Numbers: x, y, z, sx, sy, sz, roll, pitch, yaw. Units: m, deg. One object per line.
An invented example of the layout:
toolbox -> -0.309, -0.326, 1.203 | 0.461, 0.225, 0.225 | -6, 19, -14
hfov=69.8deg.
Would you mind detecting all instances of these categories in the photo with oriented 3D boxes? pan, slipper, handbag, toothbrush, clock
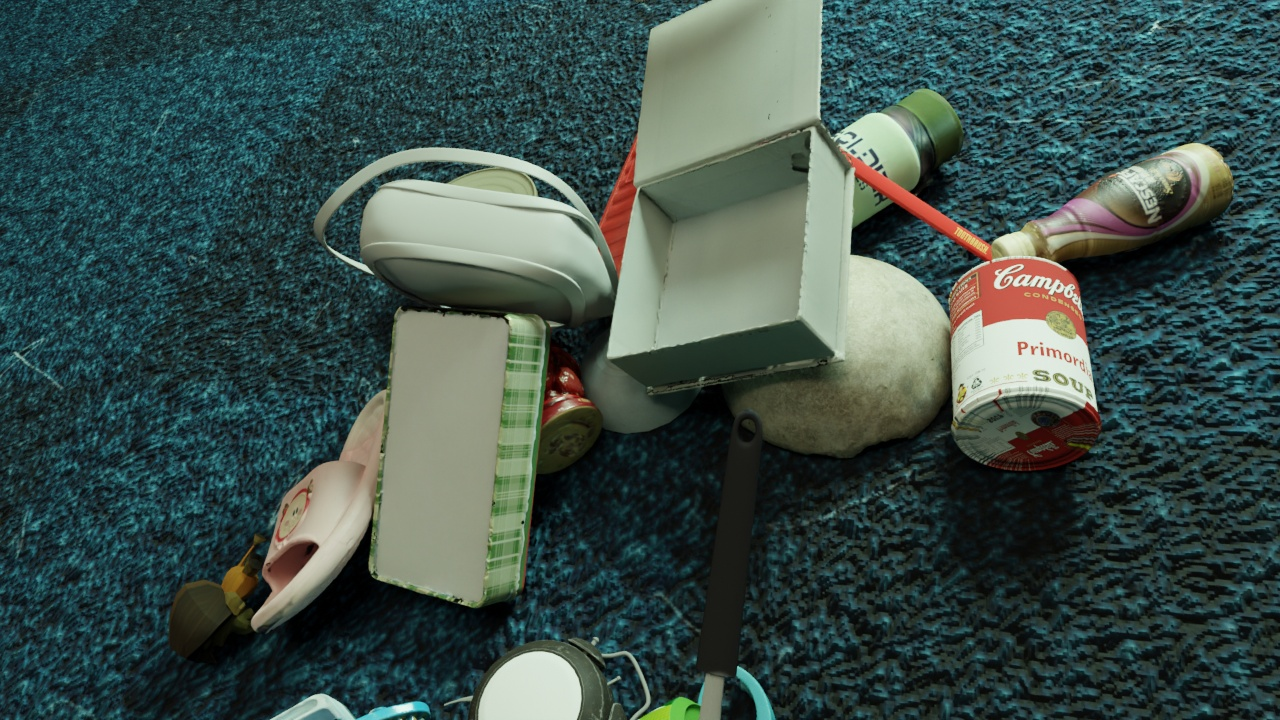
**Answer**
pan -> 0.026, 0.199, 0.420 | 0.199, 0.021, 0.356 | 8, 92, 12
slipper -> -0.237, 0.106, 0.708 | 0.107, 0.055, 0.221 | -36, 27, 38
handbag -> -0.124, -0.073, 0.733 | 0.216, 0.223, 0.095 | 9, 76, 5
toothbrush -> 0.195, -0.141, 0.727 | 0.212, 0.018, 0.012 | 35, 80, 5
slipper -> 0.015, -0.149, 0.820 | 0.104, 0.059, 0.248 | -11, 60, 66
clock -> -0.058, 0.218, 0.572 | 0.123, 0.044, 0.091 | -27, 47, -3

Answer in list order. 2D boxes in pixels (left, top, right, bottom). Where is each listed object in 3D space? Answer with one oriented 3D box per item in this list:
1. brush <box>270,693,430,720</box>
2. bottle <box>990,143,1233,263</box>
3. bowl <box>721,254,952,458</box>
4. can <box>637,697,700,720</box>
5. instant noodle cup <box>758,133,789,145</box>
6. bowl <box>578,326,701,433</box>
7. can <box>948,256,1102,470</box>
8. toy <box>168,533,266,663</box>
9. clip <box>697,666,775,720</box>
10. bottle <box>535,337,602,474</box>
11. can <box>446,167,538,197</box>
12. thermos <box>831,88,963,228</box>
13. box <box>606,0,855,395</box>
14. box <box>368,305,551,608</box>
brush -> -0.199, 0.252, 0.589 | 0.136, 0.055, 0.075 | -28, 52, -4
bottle -> 0.346, -0.105, 0.684 | 0.166, 0.060, 0.059 | -22, 47, 3
bowl -> 0.140, -0.022, 0.680 | 0.178, 0.081, 0.178 | -11, 46, 12
can -> -0.016, 0.249, 0.484 | 0.144, 0.083, 0.083 | -34, 45, 11
instant noodle cup -> 0.103, -0.205, 0.832 | 0.098, 0.109, 0.097 | -11, 48, 12
bowl -> -0.004, 0.004, 0.739 | 0.106, 0.039, 0.106 | -11, 48, 12
can -> 0.251, 0.002, 0.609 | 0.087, 0.087, 0.116 | -2, 50, 19
toy -> -0.313, 0.179, 0.696 | 0.100, 0.062, 0.076 | -56, 16, -9
clip -> 0.072, 0.232, 0.524 | 0.102, 0.027, 0.119 | -19, 47, 2
bottle -> -0.092, 0.025, 0.713 | 0.099, 0.099, 0.111 | -35, 56, -10
can -> -0.146, -0.114, 0.873 | 0.128, 0.073, 0.127 | -11, 48, 12
thermos -> 0.166, -0.143, 0.778 | 0.231, 0.082, 0.082 | -33, 47, -8
box -> 0.067, -0.165, 0.691 | 0.166, 0.098, 0.367 | -12, 64, 35
box -> -0.130, 0.064, 0.657 | 0.118, 0.050, 0.205 | 4, 89, 31
